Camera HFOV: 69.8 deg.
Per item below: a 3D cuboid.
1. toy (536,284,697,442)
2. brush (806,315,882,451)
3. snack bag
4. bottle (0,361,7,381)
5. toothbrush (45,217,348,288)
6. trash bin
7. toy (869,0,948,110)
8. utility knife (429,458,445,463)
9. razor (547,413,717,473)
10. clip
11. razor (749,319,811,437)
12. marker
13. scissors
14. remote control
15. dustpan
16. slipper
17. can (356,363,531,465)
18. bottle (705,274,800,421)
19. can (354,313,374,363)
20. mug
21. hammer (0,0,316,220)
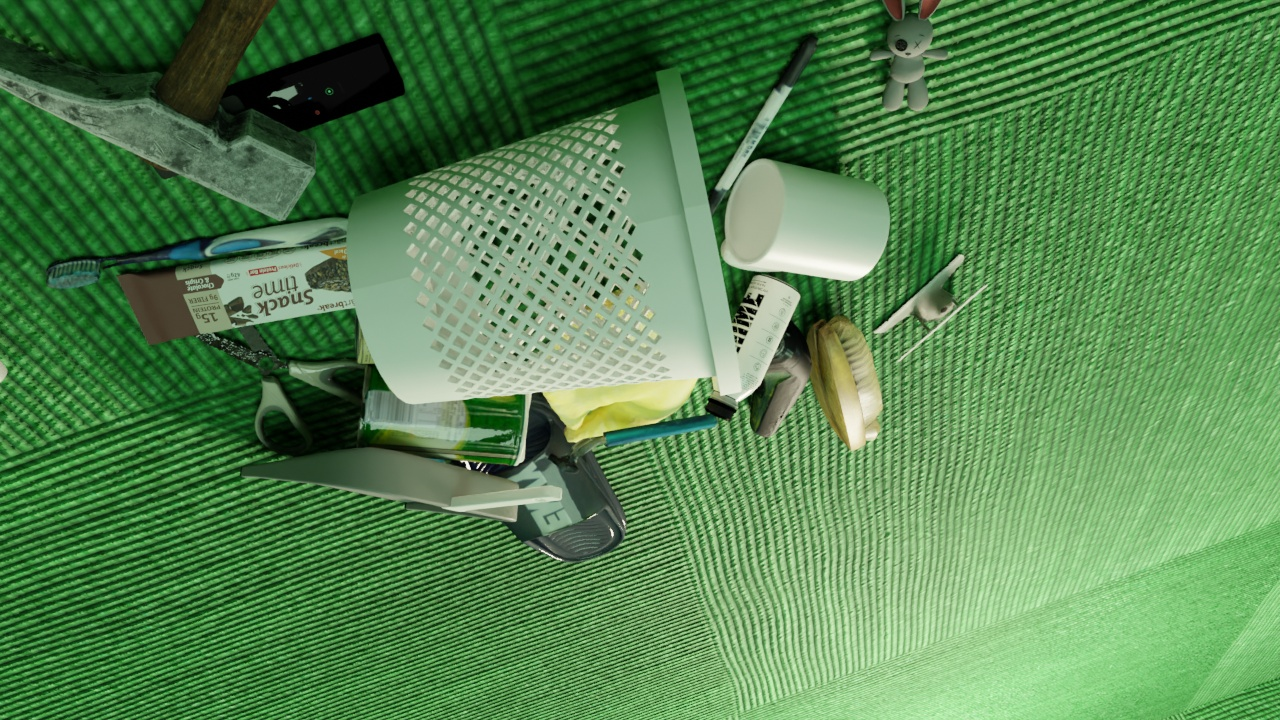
[{"bbox_3d":[-0.004,0.004,0.721,0.155,0.064,0.170,-29,147,-5],"label":"toy"},{"bbox_3d":[0.185,0.024,0.825,0.043,0.059,0.195,-30,141,-2],"label":"brush"},{"bbox_3d":[-0.251,-0.046,0.605,0.157,0.013,0.057,-11,131,-11],"label":"snack bag"},{"bbox_3d":[-0.412,-0.056,0.506,0.052,0.052,0.196,-12,139,-9],"label":"bottle"},{"bbox_3d":[-0.271,-0.068,0.575,0.189,0.017,0.016,-11,137,-9],"label":"toothbrush"},{"bbox_3d":[-0.056,-0.057,0.561,0.200,0.195,0.196,-11,139,4],"label":"trash bin"},{"bbox_3d":[0.173,-0.208,0.589,0.049,0.030,0.112,4,144,15],"label":"toy"},{"bbox_3d":[-0.176,0.050,0.742,0.022,0.015,0.179,-11,140,-11],"label":"utility knife"},{"bbox_3d":[-0.003,0.062,0.747,0.143,0.042,0.022,-14,101,-20],"label":"razor"},{"bbox_3d":[0.259,-0.042,0.804,0.052,0.057,0.102,35,119,-17],"label":"clip"},{"bbox_3d":[0.110,0.017,0.801,0.067,0.053,0.152,-4,143,-7],"label":"razor"},{"bbox_3d":[0.077,-0.153,0.626,0.011,0.011,0.152,9,132,-29],"label":"marker"},{"bbox_3d":[-0.257,0.012,0.671,0.165,0.012,0.158,0,128,-24],"label":"scissors"},{"bbox_3d":[-0.211,-0.143,0.520,0.150,0.013,0.034,-20,139,0],"label":"remote control"},{"bbox_3d":[-0.157,0.097,0.684,0.258,0.033,0.163,-12,156,36],"label":"dustpan"},{"bbox_3d":[-0.082,0.130,0.817,0.111,0.083,0.268,-22,139,5],"label":"slipper"},{"bbox_3d":[-0.144,0.040,0.678,0.121,0.067,0.067,6,133,-16],"label":"can"},{"bbox_3d":[0.084,-0.008,0.721,0.041,0.041,0.116,27,87,-40],"label":"bottle"},{"bbox_3d":[-0.162,-0.017,0.658,0.079,0.038,0.038,0,135,-22],"label":"can"},{"bbox_3d":[0.109,-0.093,0.668,0.090,0.073,0.111,5,159,-26],"label":"mug"},{"bbox_3d":[-0.197,-0.226,0.415,0.217,0.037,0.301,26,118,-34],"label":"hammer"}]
